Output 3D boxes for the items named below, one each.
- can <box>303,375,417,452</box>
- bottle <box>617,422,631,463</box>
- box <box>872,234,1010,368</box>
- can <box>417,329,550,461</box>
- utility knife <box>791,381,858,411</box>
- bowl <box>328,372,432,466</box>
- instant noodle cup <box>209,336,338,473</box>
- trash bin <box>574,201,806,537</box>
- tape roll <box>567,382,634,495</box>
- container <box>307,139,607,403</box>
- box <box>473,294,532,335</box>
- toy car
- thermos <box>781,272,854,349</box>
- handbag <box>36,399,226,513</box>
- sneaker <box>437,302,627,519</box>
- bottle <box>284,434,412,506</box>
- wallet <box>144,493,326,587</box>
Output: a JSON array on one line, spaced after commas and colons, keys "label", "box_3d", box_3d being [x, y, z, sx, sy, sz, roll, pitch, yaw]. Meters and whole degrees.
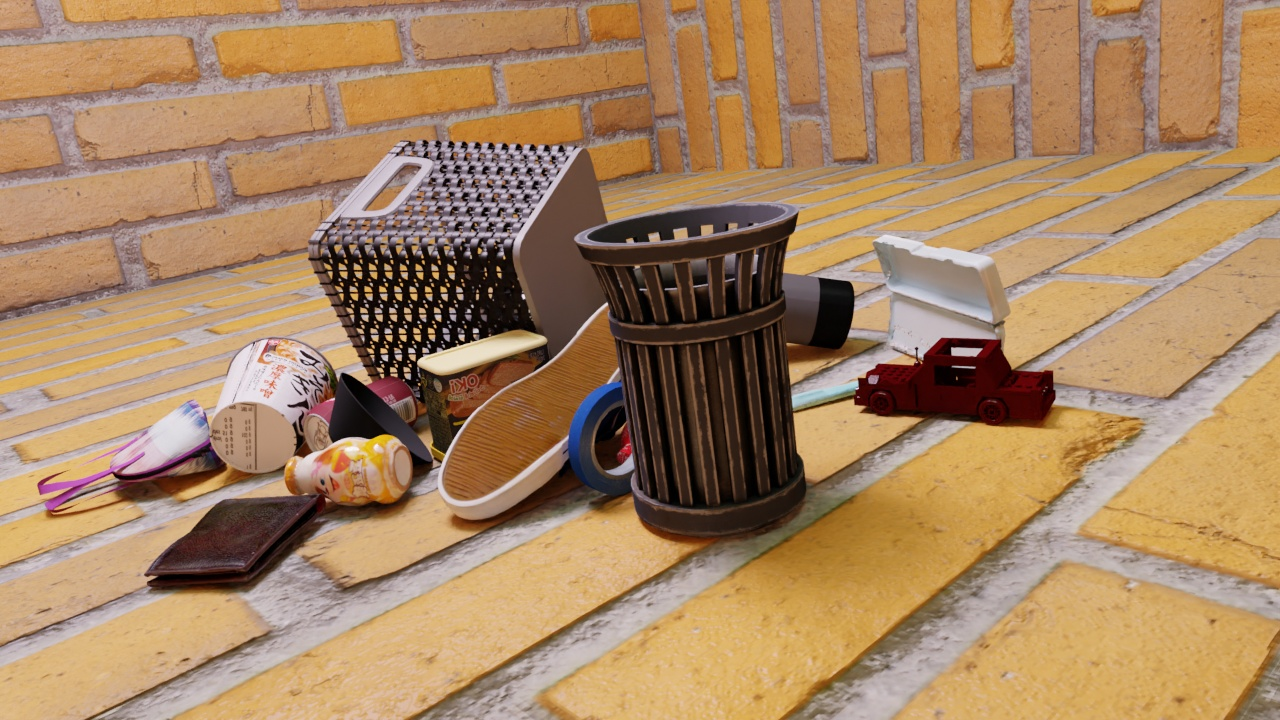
[{"label": "can", "box_3d": [-0.298, 0.062, 0.986, 0.063, 0.063, 0.113, 4, 20, 35]}, {"label": "bottle", "box_3d": [0.011, 0.063, 0.865, 0.042, 0.042, 0.141, -1, 18, 23]}, {"label": "box", "box_3d": [0.312, -0.058, 0.958, 0.043, 0.136, 0.197, -18, 18, -11]}, {"label": "can", "box_3d": [-0.152, 0.035, 0.930, 0.130, 0.101, 0.073, -19, 22, -33]}, {"label": "utility knife", "box_3d": [0.227, 0.025, 0.935, 0.168, 0.015, 0.022, -14, 18, -12]}, {"label": "bowl", "box_3d": [-0.269, 0.074, 0.905, 0.052, 0.124, 0.124, -44, 23, -4]}, {"label": "instant noodle cup", "box_3d": [-0.402, 0.054, 0.993, 0.123, 0.124, 0.121, -9, 25, -2]}, {"label": "trash bin", "box_3d": [0.049, 0.006, 0.708, 0.164, 0.227, 0.164, -8, 16, 2]}, {"label": "tape roll", "box_3d": [-0.019, 0.066, 0.777, 0.091, 0.093, 0.016, -36, 28, -27]}, {"label": "container", "box_3d": [-0.185, -0.105, 1.086, 0.244, 0.246, 0.246, 3, 42, 20]}, {"label": "box", "box_3d": [-0.165, -0.057, 1.283, 0.081, 0.092, 0.160, 28, 39, 36]}, {"label": "toy car", "box_3d": [0.287, 0.017, 0.850, 0.170, 0.062, 0.070, 3, 20, 35]}, {"label": "thermos", "box_3d": [0.123, -0.068, 1.083, 0.240, 0.082, 0.082, 7, 17, -1]}, {"label": "handbag", "box_3d": [-0.539, 0.109, 0.968, 0.169, 0.068, 0.145, -25, 22, -28]}, {"label": "sneaker", "box_3d": [-0.065, 0.061, 0.864, 0.121, 0.127, 0.293, 20, 48, 35]}, {"label": "bottle", "box_3d": [-0.266, 0.102, 0.835, 0.109, 0.063, 0.063, -5, 17, 9]}, {"label": "wallet", "box_3d": [-0.338, 0.151, 0.772, 0.099, 0.031, 0.119, -7, 19, 14]}]
